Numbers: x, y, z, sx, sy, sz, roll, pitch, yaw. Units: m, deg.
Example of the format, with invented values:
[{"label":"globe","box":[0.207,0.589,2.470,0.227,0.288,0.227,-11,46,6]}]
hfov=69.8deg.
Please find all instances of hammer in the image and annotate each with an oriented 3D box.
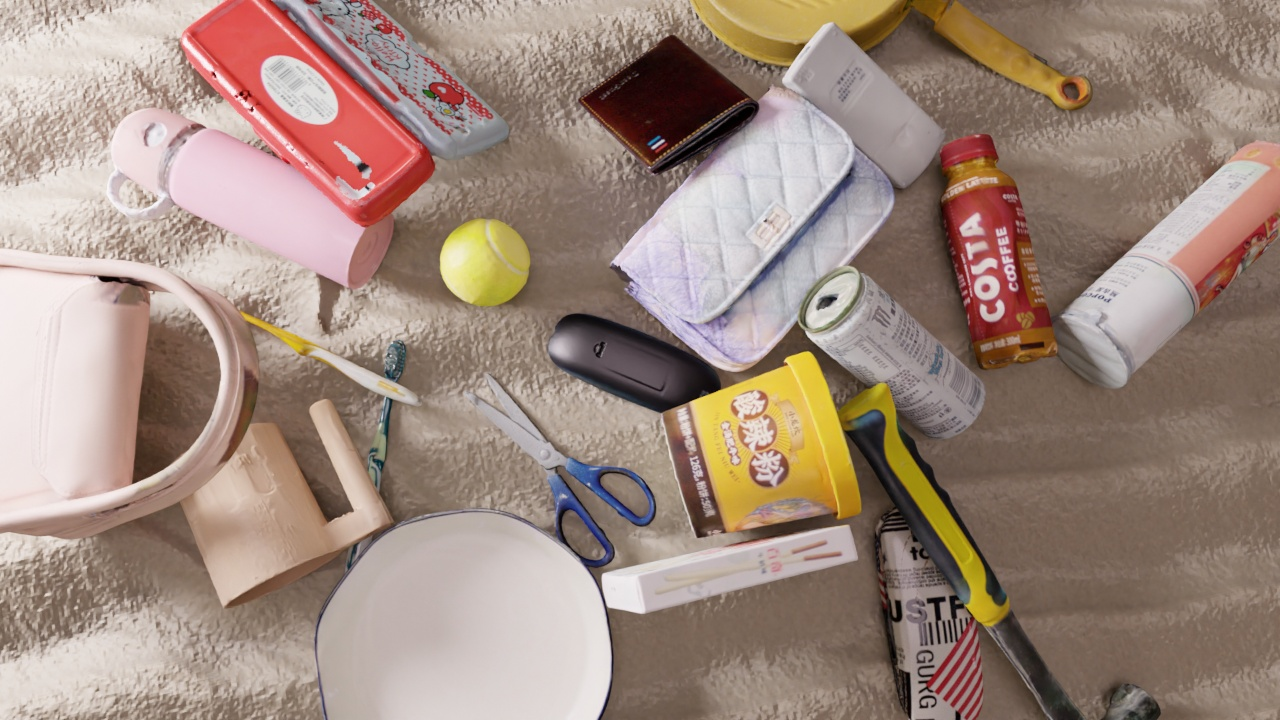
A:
[{"label":"hammer","box":[0.235,0.162,0.637,0.126,0.032,0.323,-36,95,-18]}]

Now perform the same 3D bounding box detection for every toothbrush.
[{"label":"toothbrush","box":[-0.197,0.077,0.679,0.016,0.018,0.191,8,81,0]},{"label":"toothbrush","box":[-0.246,-0.004,0.680,0.191,0.016,0.018,24,96,9]}]

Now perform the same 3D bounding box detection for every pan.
[{"label":"pan","box":[0.202,-0.294,0.732,0.357,0.078,0.197,27,86,8]}]

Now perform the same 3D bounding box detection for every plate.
[{"label":"plate","box":[-0.122,0.207,0.650,0.205,0.045,0.204,0,83,-2]}]

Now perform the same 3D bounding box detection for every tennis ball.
[{"label":"tennis ball","box":[-0.115,-0.072,0.678,0.065,0.065,0.065,0,82,-2]}]

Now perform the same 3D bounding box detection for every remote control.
[{"label":"remote control","box":[0.173,-0.192,0.703,0.135,0.019,0.056,36,92,-20]},{"label":"remote control","box":[-0.004,0.004,0.692,0.136,0.024,0.053,22,83,1]}]

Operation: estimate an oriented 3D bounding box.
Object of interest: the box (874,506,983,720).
[{"label":"box","box":[0.210,0.185,0.663,0.068,0.052,0.164,-5,81,-24]}]

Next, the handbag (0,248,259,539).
[{"label":"handbag","box":[-0.353,0.020,0.606,0.234,0.093,0.193,-5,80,20]}]

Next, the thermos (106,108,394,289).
[{"label":"thermos","box":[-0.291,-0.114,0.676,0.198,0.067,0.087,24,72,0]}]

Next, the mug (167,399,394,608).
[{"label":"mug","box":[-0.252,0.097,0.642,0.124,0.084,0.103,-28,82,-8]}]

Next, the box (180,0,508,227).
[{"label":"box","box":[-0.213,-0.203,0.675,0.201,0.058,0.160,43,60,8]}]

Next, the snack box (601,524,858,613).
[{"label":"snack box","box":[0.059,0.142,0.627,0.156,0.085,0.027,-9,81,-19]}]

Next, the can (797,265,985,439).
[{"label":"can","box":[0.180,-0.003,0.654,0.146,0.058,0.058,36,81,-24]}]

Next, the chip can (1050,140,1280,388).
[{"label":"chip can","box":[0.411,-0.074,0.694,0.214,0.071,0.071,-41,85,-7]}]

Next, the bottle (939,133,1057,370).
[{"label":"bottle","box":[0.266,-0.083,0.697,0.057,0.057,0.175,-11,83,-4]}]

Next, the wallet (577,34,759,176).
[{"label":"wallet","box":[0.018,-0.195,0.695,0.096,0.020,0.122,-33,50,-6]}]

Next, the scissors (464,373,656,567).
[{"label":"scissors","box":[-0.057,0.071,0.688,0.133,0.012,0.172,-15,82,-2]}]

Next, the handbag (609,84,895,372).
[{"label":"handbag","box":[0.088,-0.096,0.684,0.134,0.075,0.193,40,82,4]}]

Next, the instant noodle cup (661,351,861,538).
[{"label":"instant noodle cup","box":[0.081,0.065,0.645,0.114,0.118,0.118,-16,83,4]}]
